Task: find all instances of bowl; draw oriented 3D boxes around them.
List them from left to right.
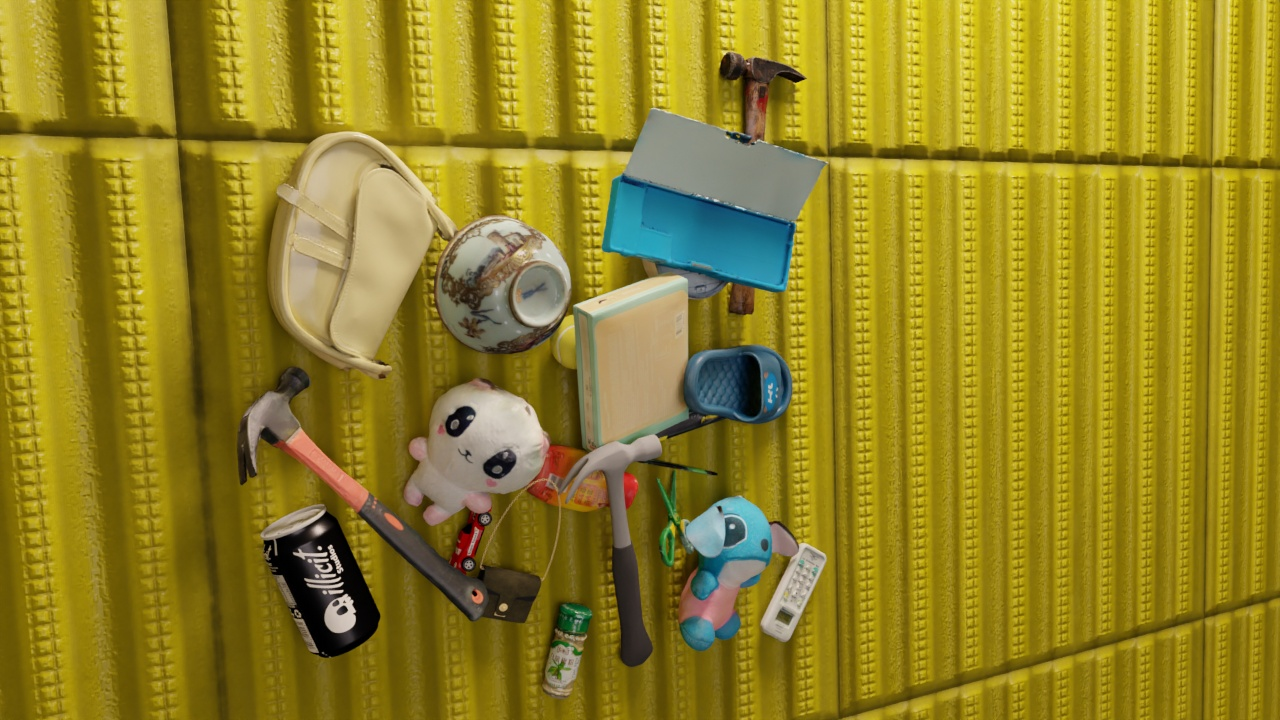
[{"bbox_3d":[-0.136,-0.078,1.018,0.159,0.094,0.160,-9,105,-37],"label":"bowl"}]

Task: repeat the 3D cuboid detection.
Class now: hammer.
[{"bbox_3d":[-0.284,0.161,0.976,0.333,0.033,0.132,46,36,-18],"label":"hammer"},{"bbox_3d":[-0.023,0.243,1.114,0.124,0.029,0.311,-14,113,-21],"label":"hammer"},{"bbox_3d":[0.151,-0.224,1.194,0.119,0.033,0.330,2,93,-26],"label":"hammer"}]

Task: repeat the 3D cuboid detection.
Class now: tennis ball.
[{"bbox_3d":[-0.075,-0.022,1.086,0.065,0.065,0.065,-2,94,-24],"label":"tennis ball"}]

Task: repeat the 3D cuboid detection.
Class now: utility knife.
[{"bbox_3d":[0.056,0.079,1.179,0.174,0.020,0.029,-17,102,-23],"label":"utility knife"}]

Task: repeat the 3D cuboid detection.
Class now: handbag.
[{"bbox_3d":[-0.303,-0.113,0.966,0.190,0.089,0.232,27,82,-27],"label":"handbag"},{"bbox_3d":[-0.138,0.221,1.072,0.084,0.027,0.178,18,100,-25],"label":"handbag"}]

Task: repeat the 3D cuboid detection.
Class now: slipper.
[{"bbox_3d":[0.133,0.029,1.163,0.213,0.059,0.104,7,89,-47],"label":"slipper"}]

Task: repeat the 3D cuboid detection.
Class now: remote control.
[{"bbox_3d":[0.209,0.318,1.262,0.050,0.022,0.133,32,81,-23],"label":"remote control"}]

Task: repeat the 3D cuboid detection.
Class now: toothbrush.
[{"bbox_3d":[0.017,0.131,1.167,0.188,0.014,0.017,15,100,-24],"label":"toothbrush"}]

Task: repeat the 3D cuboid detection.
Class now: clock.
[{"bbox_3d":[0.054,-0.153,1.139,0.116,0.059,0.158,-14,99,-24],"label":"clock"}]

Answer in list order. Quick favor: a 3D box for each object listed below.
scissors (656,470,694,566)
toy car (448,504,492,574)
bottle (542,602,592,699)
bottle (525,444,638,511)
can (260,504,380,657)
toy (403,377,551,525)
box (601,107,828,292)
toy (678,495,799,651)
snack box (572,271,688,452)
[{"bbox_3d":[0.046,0.202,1.166,0.123,0.012,0.126,40,48,-53],"label":"scissors"},{"bbox_3d":[-0.197,0.205,1.061,0.025,0.038,0.089,21,85,-22],"label":"toy car"},{"bbox_3d":[-0.091,0.354,1.119,0.042,0.043,0.110,15,88,-25],"label":"bottle"},{"bbox_3d":[-0.069,0.146,1.109,0.134,0.048,0.071,18,88,-24],"label":"bottle"},{"bbox_3d":[-0.339,0.234,0.976,0.080,0.080,0.146,-25,103,-21],"label":"can"},{"bbox_3d":[-0.191,0.107,1.030,0.139,0.101,0.179,45,93,1],"label":"toy"},{"bbox_3d":[0.084,-0.186,1.087,0.243,0.060,0.176,11,105,-25],"label":"box"},{"bbox_3d":[0.115,0.270,1.178,0.223,0.099,0.191,18,90,-54],"label":"toy"},{"bbox_3d":[-0.006,0.006,1.083,0.141,0.044,0.194,-23,126,-33],"label":"snack box"}]
